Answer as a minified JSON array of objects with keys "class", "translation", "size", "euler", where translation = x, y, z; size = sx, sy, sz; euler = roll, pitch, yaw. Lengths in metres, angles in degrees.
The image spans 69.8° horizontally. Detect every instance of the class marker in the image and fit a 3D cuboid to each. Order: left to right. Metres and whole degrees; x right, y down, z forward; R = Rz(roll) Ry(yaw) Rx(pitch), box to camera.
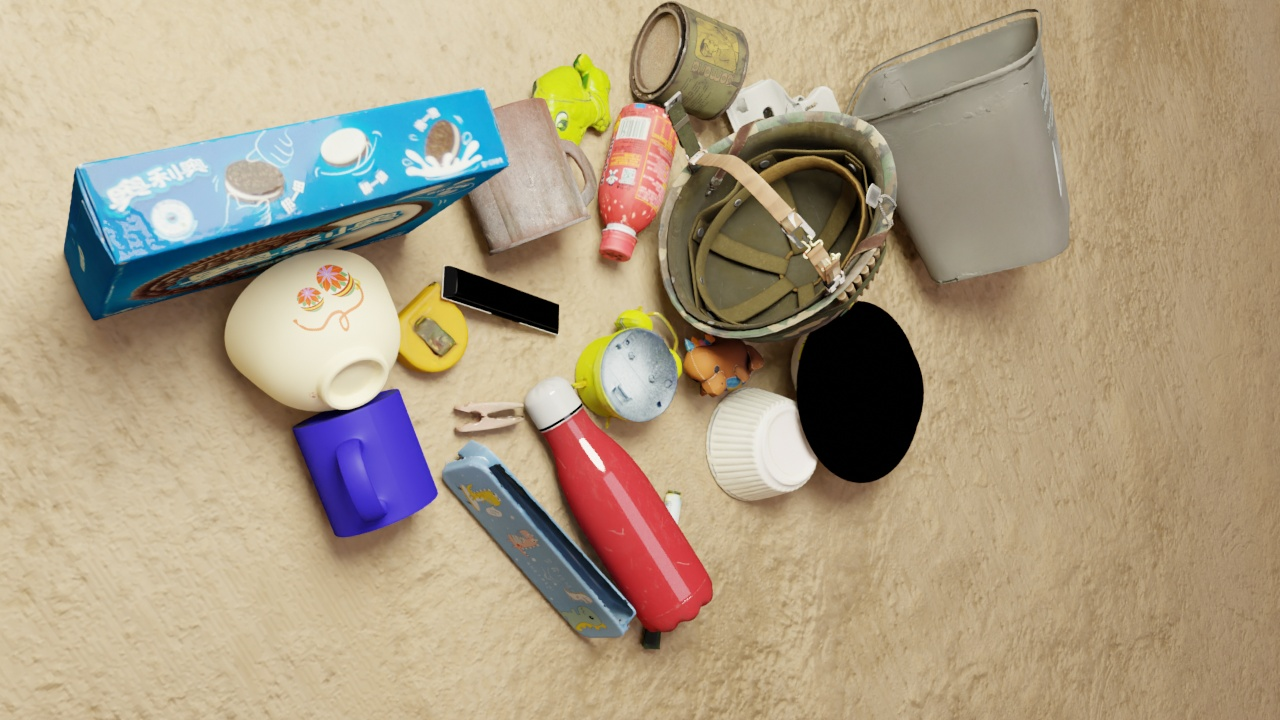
[{"class":"marker","translation":[0.021,0.194,0.855],"size":[0.017,0.017,0.146],"euler":[15,79,-33]}]

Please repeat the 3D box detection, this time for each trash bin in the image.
[{"class":"trash bin","translation":[0.363,-0.224,1.005],"size":[0.220,0.198,0.196],"euler":[62,36,-23]}]

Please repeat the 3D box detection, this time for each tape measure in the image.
[{"class":"tape measure","translation":[-0.168,-0.019,0.729],"size":[0.059,0.030,0.068],"euler":[50,63,-20]}]

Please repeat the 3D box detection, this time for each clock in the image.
[{"class":"clock","translation":[-0.005,0.005,0.824],"size":[0.118,0.057,0.083],"euler":[-47,112,-27]}]

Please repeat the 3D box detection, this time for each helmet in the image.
[{"class":"helmet","translation":[0.119,-0.120,0.802],"size":[0.225,0.192,0.236],"euler":[-51,153,18]}]

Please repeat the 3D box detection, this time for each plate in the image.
[{"class":"plate","translation":[0.235,0.031,0.917],"size":[0.184,0.036,0.184],"euler":[2,86,-35]}]

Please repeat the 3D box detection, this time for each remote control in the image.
[{"class":"remote control","translation":[-0.112,-0.049,0.763],"size":[0.124,0.012,0.028],"euler":[18,65,-45]}]

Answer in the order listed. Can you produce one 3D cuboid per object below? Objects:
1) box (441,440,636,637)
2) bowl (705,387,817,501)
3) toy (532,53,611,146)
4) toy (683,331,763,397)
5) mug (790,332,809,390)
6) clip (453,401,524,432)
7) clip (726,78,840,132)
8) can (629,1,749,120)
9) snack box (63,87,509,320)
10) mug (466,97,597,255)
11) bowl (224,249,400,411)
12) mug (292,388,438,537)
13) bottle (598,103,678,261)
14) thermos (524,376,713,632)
[{"class":"box","translation":[-0.085,0.157,0.756],"size":[0.052,0.067,0.210],"euler":[-46,112,-20]},{"class":"bowl","translation":[0.128,0.083,0.909],"size":[0.115,0.063,0.115],"euler":[2,86,-35]},{"class":"toy","translation":[-0.059,-0.228,0.815],"size":[0.093,0.036,0.094],"euler":[2,87,-43]},{"class":"toy","translation":[0.065,-0.015,0.870],"size":[0.090,0.071,0.103],"euler":[-1,66,-59]},{"class":"mug","translation":[0.206,0.017,0.963],"size":[0.094,0.068,0.115],"euler":[35,69,-28]},{"class":"clip","translation":[-0.126,0.049,0.758],"size":[0.061,0.026,0.049],"euler":[34,70,-27]},{"class":"clip","translation":[0.142,-0.230,0.951],"size":[0.150,0.089,0.125],"euler":[-39,111,-42]},{"class":"can","translation":[0.043,-0.277,0.854],"size":[0.074,0.090,0.090],"euler":[9,82,-34]},{"class":"snack box","translation":[-0.229,-0.099,0.589],"size":[0.238,0.196,0.056],"euler":[-23,96,-33]},{"class":"mug","translation":[-0.089,-0.155,0.757],"size":[0.122,0.096,0.110],"euler":[-29,108,-40]},{"class":"bowl","translation":[-0.213,-0.007,0.633],"size":[0.117,0.074,0.118],"euler":[-31,147,-23]},{"class":"mug","translation":[-0.197,0.075,0.655],"size":[0.079,0.111,0.083],"euler":[-20,99,-9]},{"class":"bottle","translation":[-0.007,-0.158,0.830],"size":[0.062,0.062,0.137],"euler":[23,75,-32]},{"class":"thermos","translation":[-0.024,0.121,0.794],"size":[0.073,0.073,0.240],"euler":[-36,99,-31]}]
